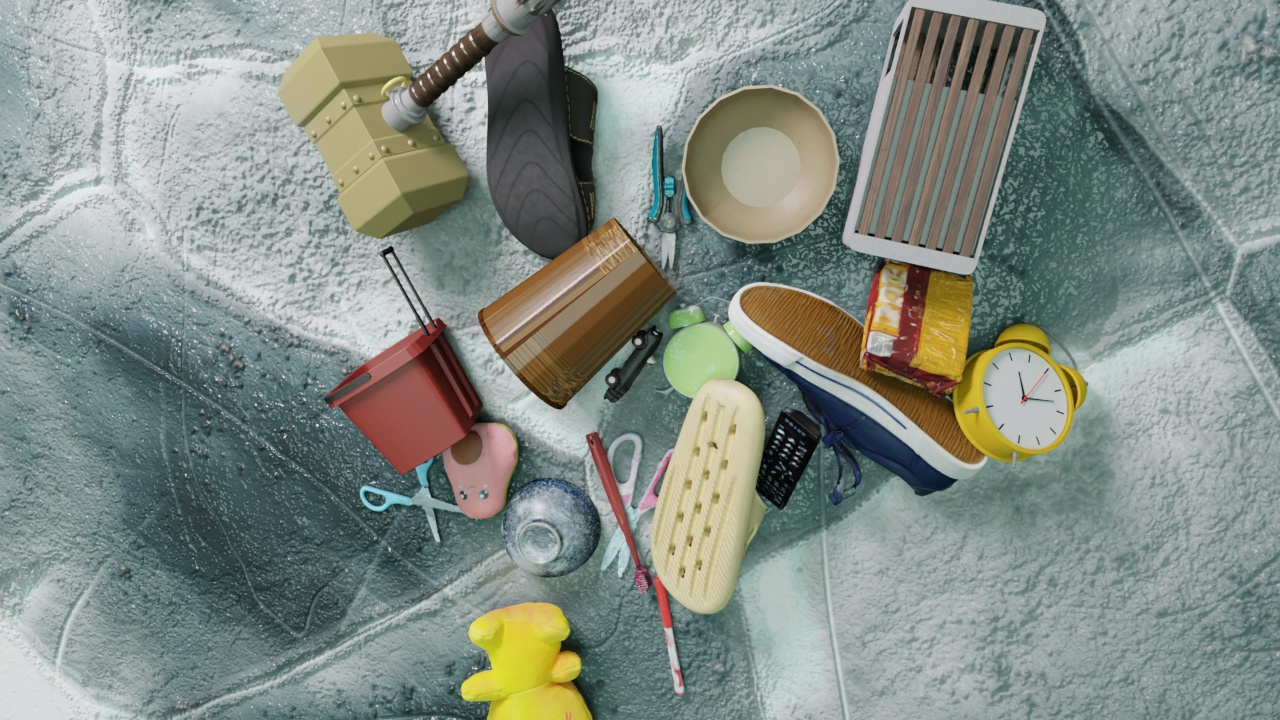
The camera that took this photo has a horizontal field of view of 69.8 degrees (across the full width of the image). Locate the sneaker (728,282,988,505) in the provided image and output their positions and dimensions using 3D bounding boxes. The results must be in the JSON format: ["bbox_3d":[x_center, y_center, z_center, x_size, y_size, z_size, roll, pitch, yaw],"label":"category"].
[{"bbox_3d":[0.198,0.042,0.936,0.294,0.120,0.128,38,137,1],"label":"sneaker"}]

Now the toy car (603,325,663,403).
[{"bbox_3d":[-0.006,0.006,0.976,0.037,0.040,0.092,35,101,1],"label":"toy car"}]

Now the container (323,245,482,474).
[{"bbox_3d":[-0.260,0.000,0.963,0.127,0.148,0.201,-31,103,7],"label":"container"}]

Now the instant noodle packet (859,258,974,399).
[{"bbox_3d":[0.270,-0.035,0.897,0.098,0.040,0.135,14,62,7],"label":"instant noodle packet"}]

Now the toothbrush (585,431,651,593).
[{"bbox_3d":[-0.024,0.169,1.008,0.016,0.016,0.190,-17,99,15],"label":"toothbrush"}]

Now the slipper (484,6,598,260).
[{"bbox_3d":[-0.099,-0.233,0.937,0.113,0.075,0.268,1,115,17],"label":"slipper"}]

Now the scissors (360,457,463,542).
[{"bbox_3d":[-0.268,0.150,1.059,0.134,0.015,0.135,-14,92,12],"label":"scissors"}]

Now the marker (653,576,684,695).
[{"bbox_3d":[0.033,0.313,1.039,0.013,0.012,0.142,-9,98,10],"label":"marker"}]

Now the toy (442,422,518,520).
[{"bbox_3d":[-0.175,0.123,1.019,0.090,0.051,0.110,-2,100,10],"label":"toy"}]

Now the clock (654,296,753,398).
[{"bbox_3d":[0.068,-0.008,0.963,0.094,0.042,0.119,17,101,5],"label":"clock"}]

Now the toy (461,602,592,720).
[{"bbox_3d":[-0.130,0.367,1.039,0.134,0.087,0.194,-12,102,-7],"label":"toy"}]

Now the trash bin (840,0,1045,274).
[{"bbox_3d":[0.274,-0.207,0.858,0.114,0.114,0.229,13,101,6],"label":"trash bin"}]

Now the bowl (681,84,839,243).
[{"bbox_3d":[0.120,-0.194,0.917,0.152,0.050,0.152,2,100,9],"label":"bowl"}]

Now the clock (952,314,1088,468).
[{"bbox_3d":[0.373,0.031,0.896,0.151,0.052,0.113,-42,91,-22],"label":"clock"}]

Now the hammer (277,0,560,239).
[{"bbox_3d":[-0.183,-0.269,0.861,0.326,0.100,0.190,-25,96,37],"label":"hammer"}]

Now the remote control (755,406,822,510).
[{"bbox_3d":[0.149,0.099,0.933,0.047,0.022,0.151,41,149,19],"label":"remote control"}]

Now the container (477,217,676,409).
[{"bbox_3d":[-0.059,-0.053,0.937,0.167,0.132,0.132,-40,92,7],"label":"container"}]

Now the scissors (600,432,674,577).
[{"bbox_3d":[-0.021,0.162,1.023,0.103,0.016,0.179,29,106,2],"label":"scissors"}]

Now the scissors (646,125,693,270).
[{"bbox_3d":[0.028,-0.173,0.952,0.128,0.019,0.142,-37,97,15],"label":"scissors"}]

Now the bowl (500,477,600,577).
[{"bbox_3d":[-0.106,0.193,1.016,0.114,0.060,0.114,2,101,10],"label":"bowl"}]

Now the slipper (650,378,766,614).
[{"bbox_3d":[0.081,0.138,0.967,0.111,0.079,0.262,23,114,30],"label":"slipper"}]
